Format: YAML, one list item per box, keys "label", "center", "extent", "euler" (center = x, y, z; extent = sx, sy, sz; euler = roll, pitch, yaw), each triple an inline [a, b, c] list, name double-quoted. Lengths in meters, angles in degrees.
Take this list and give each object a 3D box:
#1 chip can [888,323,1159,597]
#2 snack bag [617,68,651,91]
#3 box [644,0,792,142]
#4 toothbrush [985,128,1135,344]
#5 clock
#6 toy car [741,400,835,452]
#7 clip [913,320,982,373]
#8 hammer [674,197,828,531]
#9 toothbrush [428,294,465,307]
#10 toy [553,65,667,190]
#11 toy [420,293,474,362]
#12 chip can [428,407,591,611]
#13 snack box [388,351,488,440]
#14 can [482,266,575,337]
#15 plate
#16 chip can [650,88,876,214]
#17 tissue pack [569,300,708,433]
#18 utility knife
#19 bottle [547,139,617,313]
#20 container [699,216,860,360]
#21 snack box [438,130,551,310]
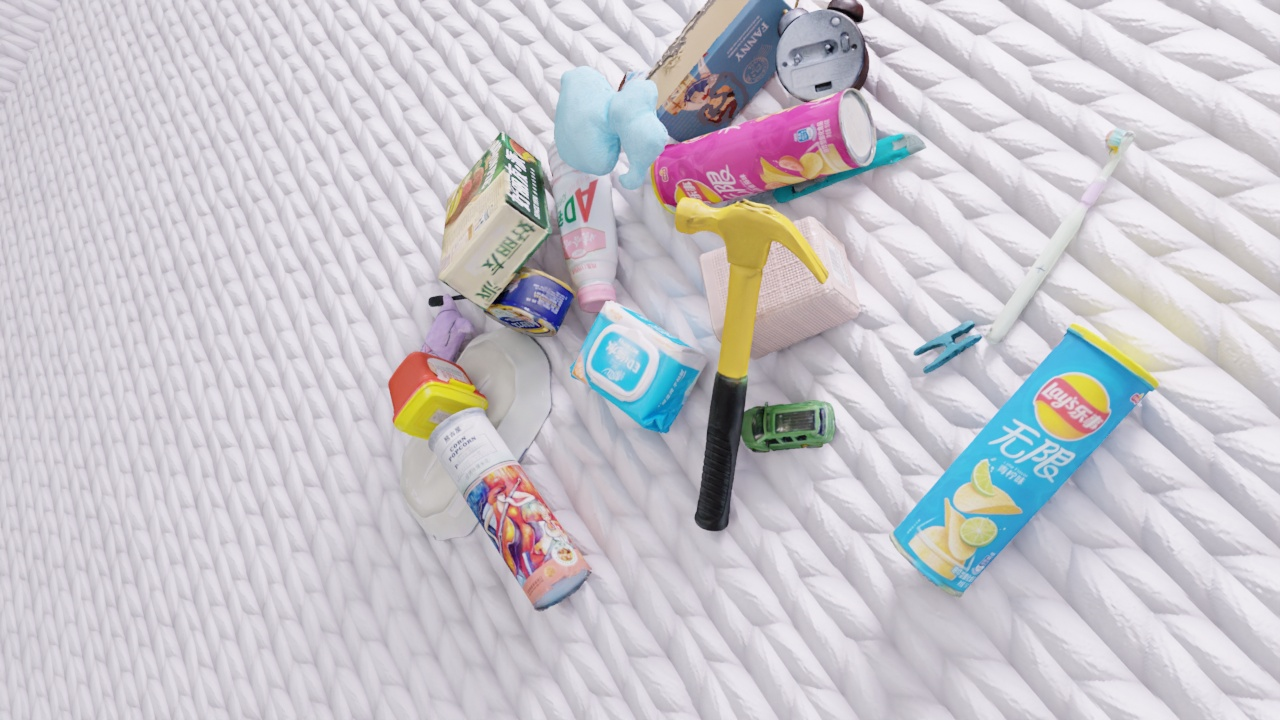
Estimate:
- label: "chip can"
  center: [0.279, 0.075, 0.680]
  extent: [0.210, 0.071, 0.071]
  euler: [-53, 54, 14]
- label: "snack bag"
  center: [0.014, -0.307, 1.010]
  extent: [0.104, 0.026, 0.048]
  euler: [7, 70, 37]
- label: "box"
  center: [0.083, -0.301, 0.916]
  extent: [0.185, 0.089, 0.061]
  euler: [-46, 54, 24]
- label: "toothbrush"
  center: [0.328, -0.095, 0.724]
  extent: [0.020, 0.029, 0.190]
  euler: [29, 100, -3]
- label: "clock"
  center: [0.170, -0.290, 0.851]
  extent: [0.082, 0.055, 0.122]
  euler: [-7, 92, 25]
- label: "toy car"
  center: [0.129, 0.058, 0.821]
  extent: [0.091, 0.036, 0.043]
  euler: [-12, 72, 38]
- label: "clip"
  center: [0.254, -0.012, 0.759]
  extent: [0.056, 0.014, 0.042]
  euler: [-36, 60, 23]
- label: "hammer"
  center: [0.079, 0.013, 0.790]
  extent: [0.129, 0.032, 0.301]
  euler: [12, 114, 15]
- label: "toothbrush"
  center: [-0.187, -0.081, 1.107]
  extent: [0.181, 0.018, 0.015]
  euler: [-6, 80, 33]
- label: "toy"
  center: [-0.038, -0.237, 0.931]
  extent: [0.157, 0.049, 0.161]
  euler: [-24, 75, 40]
- label: "toy"
  center: [-0.239, -0.016, 1.109]
  extent: [0.084, 0.039, 0.108]
  euler: [44, 109, 45]
- label: "chip can"
  center: [-0.136, 0.151, 0.948]
  extent: [0.071, 0.071, 0.214]
  euler: [-46, 67, 18]
- label: "snack box"
  center: [-0.227, 0.038, 1.013]
  extent: [0.082, 0.091, 0.080]
  euler: [-48, 48, 17]
- label: "can"
  center: [-0.122, -0.062, 0.991]
  extent: [0.049, 0.074, 0.148]
  euler: [-65, 22, -9]
- label: "plate"
  center: [-0.202, 0.081, 1.061]
  extent: [0.162, 0.034, 0.266]
  euler: [42, 104, 36]
- label: "chip can"
  center: [0.111, -0.194, 0.866]
  extent: [0.211, 0.071, 0.071]
  euler: [-7, 73, 40]
- label: "tissue pack"
  center: [-0.005, 0.005, 0.916]
  extent: [0.140, 0.063, 0.090]
  euler: [34, 99, 37]
- label: "utility knife"
  center: [0.163, -0.171, 0.869]
  extent: [0.216, 0.013, 0.029]
  euler: [-18, 64, 33]
- label: "bottle"
  center: [-0.058, -0.149, 0.997]
  extent: [0.068, 0.068, 0.196]
  euler: [-20, 70, 31]
- label: "container"
  center: [0.127, -0.065, 0.823]
  extent: [0.111, 0.089, 0.090]
  euler: [-20, 66, 27]
- label: "snack box"
  center: [-0.162, -0.161, 1.013]
  extent: [0.115, 0.063, 0.239]
  euler: [-47, 26, 17]
